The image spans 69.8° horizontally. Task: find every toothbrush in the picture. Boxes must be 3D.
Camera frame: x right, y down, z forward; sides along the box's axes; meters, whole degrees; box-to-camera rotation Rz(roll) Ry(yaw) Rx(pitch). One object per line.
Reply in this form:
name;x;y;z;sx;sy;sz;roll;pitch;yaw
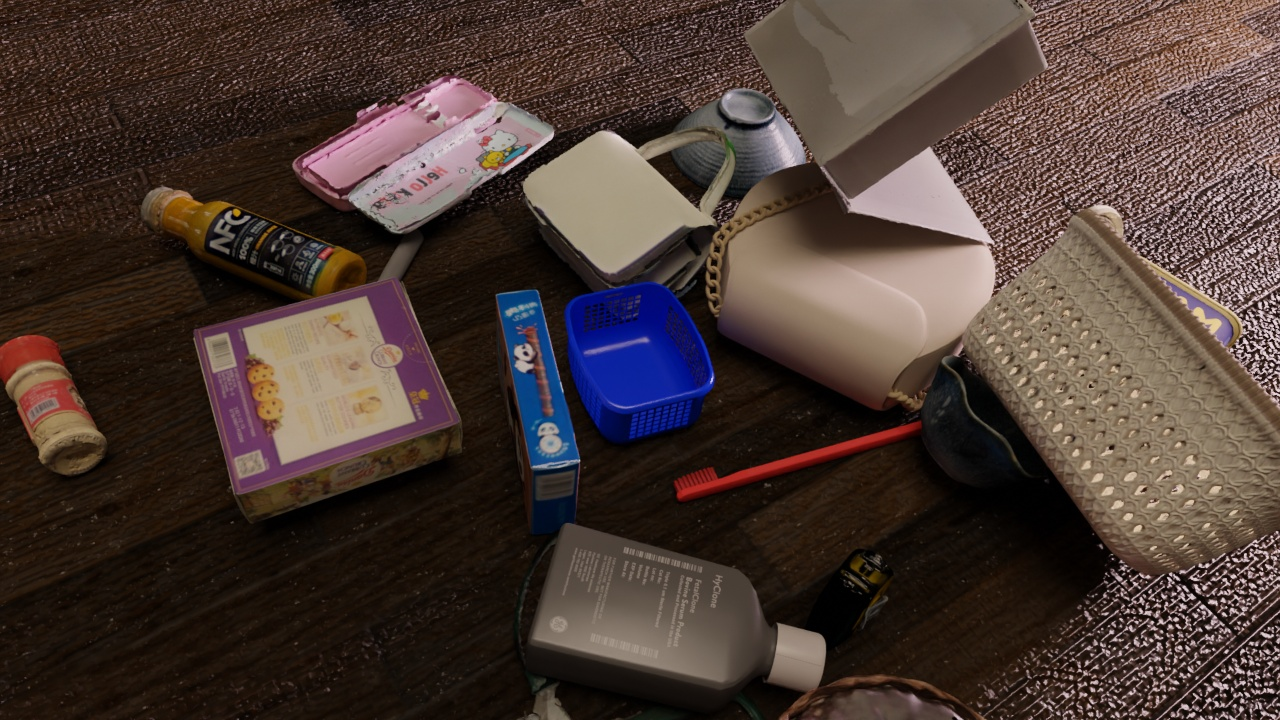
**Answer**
toothbrush;0.123;0.070;0.686;0.212;0.012;0.018;-13;54;-16

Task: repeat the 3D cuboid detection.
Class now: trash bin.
trash bin;0.094;0.235;0.424;0.151;0.211;0.151;4;51;-5

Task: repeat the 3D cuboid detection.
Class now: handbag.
handbag;0.174;-0.075;0.748;0.211;0.104;0.208;27;53;15
handbag;0.009;-0.134;0.784;0.176;0.074;0.151;-38;61;-9

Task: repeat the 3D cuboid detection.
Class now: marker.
marker;-0.197;-0.089;0.775;0.022;0.016;0.138;27;51;-14

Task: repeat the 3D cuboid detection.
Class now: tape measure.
tape measure;0.137;0.152;0.590;0.034;0.062;0.061;36;38;23

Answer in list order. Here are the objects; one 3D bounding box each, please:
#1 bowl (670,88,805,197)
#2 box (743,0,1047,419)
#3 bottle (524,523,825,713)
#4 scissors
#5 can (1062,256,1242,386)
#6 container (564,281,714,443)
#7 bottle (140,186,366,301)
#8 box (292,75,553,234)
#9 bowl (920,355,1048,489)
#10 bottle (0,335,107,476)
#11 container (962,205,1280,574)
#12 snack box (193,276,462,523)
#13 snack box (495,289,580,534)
bowl;0.099;-0.224;0.890;0.137;0.057;0.136;3;51;-4
box;0.210;-0.142;0.789;0.173;0.422;0.167;-18;55;2
bottle;0.024;0.165;0.561;0.174;0.046;0.083;14;50;2
scissors;-0.034;0.190;0.571;0.201;0.015;0.202;-7;54;-15
can;0.421;-0.024;0.768;0.092;0.057;0.116;-36;63;-28
container;-0.004;0.004;0.694;0.096;0.058;0.114;-13;54;-17
bottle;-0.313;-0.092;0.738;0.186;0.053;0.053;22;52;11
box;-0.195;-0.189;0.840;0.152;0.038;0.200;35;56;20
bowl;0.243;0.054;0.674;0.110;0.055;0.110;36;27;-23
bottle;-0.410;0.031;0.637;0.044;0.044;0.109;-30;61;-27
container;0.343;0.026;0.634;0.143;0.184;0.246;-39;54;20
snack box;-0.215;0.021;0.633;0.147;0.041;0.143;-18;56;-19
snack box;-0.074;0.035;0.643;0.034;0.087;0.151;-7;53;-14
